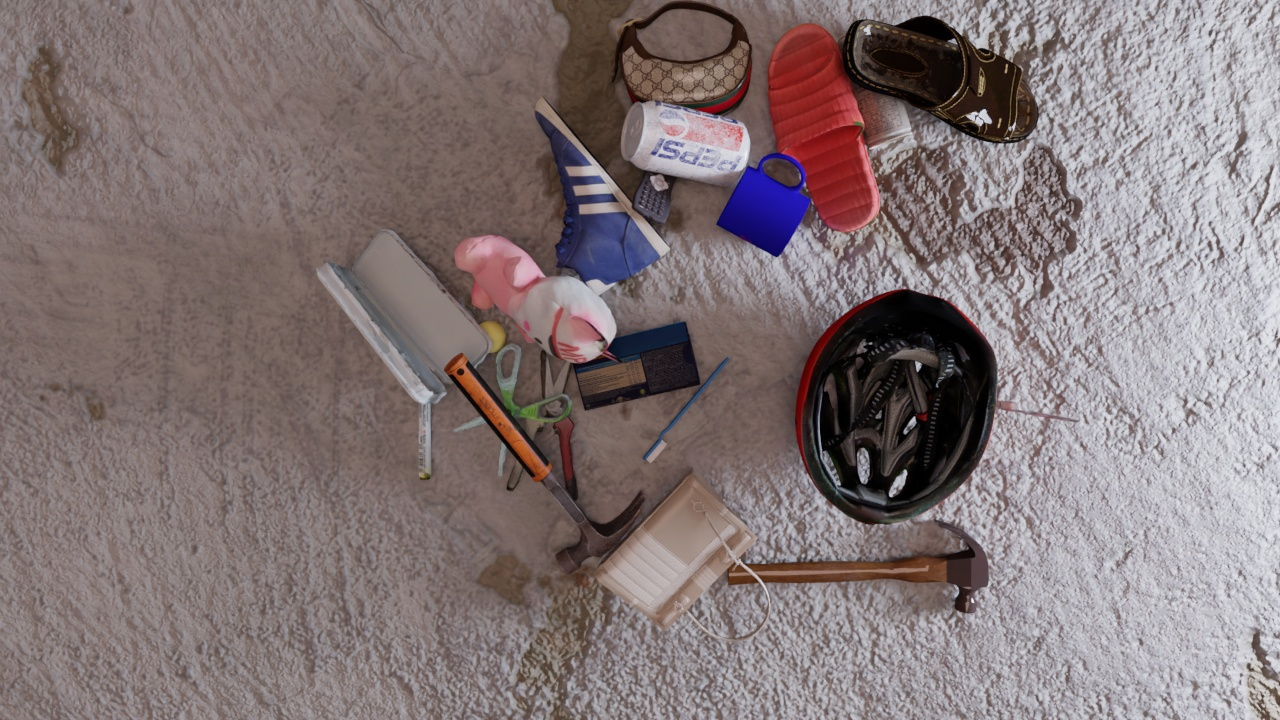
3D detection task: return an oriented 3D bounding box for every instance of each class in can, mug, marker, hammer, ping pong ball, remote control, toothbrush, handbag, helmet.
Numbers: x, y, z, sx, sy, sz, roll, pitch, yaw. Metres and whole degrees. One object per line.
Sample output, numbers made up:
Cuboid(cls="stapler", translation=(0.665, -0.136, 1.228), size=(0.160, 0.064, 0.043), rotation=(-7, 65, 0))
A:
Cuboid(cls="can", translation=(0.052, -0.252, 1.066), size=(0.136, 0.078, 0.078), rotation=(7, 97, -23))
Cuboid(cls="mug", translation=(0.152, -0.190, 1.084), size=(0.083, 0.079, 0.111), rotation=(28, 115, -1))
Cuboid(cls="marker", translation=(-0.275, 0.079, 1.167), size=(0.017, 0.017, 0.146), rotation=(2, 96, 2))
Cuboid(cls="hammer", translation=(-0.121, 0.113, 1.112), size=(0.138, 0.035, 0.314), rotation=(-34, 111, 3))
Cuboid(cls="hammer", translation=(0.272, 0.264, 1.157), size=(0.323, 0.033, 0.115), rotation=(-2, 98, 3))
Cuboid(cls="ping pong ball", translation=(-0.187, -0.029, 1.140), size=(0.040, 0.040, 0.040), rotation=(0, 96, 2))
Cuboid(cls="remote control", translation=(0.022, -0.217, 1.090), size=(0.046, 0.009, 0.124), rotation=(25, 57, -17))
Cuboid(cls="toothbrush", translation=(0.059, 0.063, 1.152), size=(0.014, 0.016, 0.167), rotation=(40, 96, -2))
Cuboid(cls="handbag", translation=(0.074, 0.267, 1.142), size=(0.198, 0.062, 0.176), rotation=(44, 96, 2))
Cuboid(cls="can", translation=(0.276, -0.323, 1.083), size=(0.054, 0.054, 0.135), rotation=(-19, 95, 4))
Cuboid(cls="handbag", translation=(0.049, -0.359, 1.094), size=(0.166, 0.063, 0.138), rotation=(-1, 79, 6))
Cuboid(cls="helmet", translation=(0.289, 0.053, 1.065), size=(0.217, 0.167, 0.272), rotation=(14, 96, 1))
Cuboid(cls="toothbrush", translation=(0.455, 0.058, 1.052), size=(0.010, 0.181, 0.010), rotation=(-14, 92, -2))

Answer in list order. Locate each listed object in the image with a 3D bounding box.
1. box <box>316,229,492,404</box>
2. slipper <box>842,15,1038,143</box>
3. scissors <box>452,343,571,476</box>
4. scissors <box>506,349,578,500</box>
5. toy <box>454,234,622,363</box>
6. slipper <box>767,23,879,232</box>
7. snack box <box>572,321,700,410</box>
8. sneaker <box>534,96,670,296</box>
Cuboid(cls="box", translation=(-0.274, -0.064, 1.111), size=(0.124, 0.106, 0.215), rotation=(-38, 88, -2))
Cuboid(cls="slipper", translation=(0.352, -0.322, 1.041), size=(0.267, 0.076, 0.113), rotation=(15, 85, -19))
Cuboid(cls="scissors", translation=(-0.164, 0.058, 1.145), size=(0.172, 0.023, 0.168), rotation=(-16, 97, 18))
Cuboid(cls="scissors", translation=(-0.116, 0.094, 1.152), size=(0.179, 0.015, 0.187), rotation=(-37, 95, 13))
Cuboid(cls="toy", translation=(-0.116, -0.067, 1.079), size=(0.213, 0.142, 0.084), rotation=(33, 70, 17))
Cuboid(cls="slipper", translation=(0.210, -0.267, 1.076), size=(0.104, 0.059, 0.249), rotation=(-14, 101, 26))
Cuboid(cls="snack box", translation=(-0.007, 0.007, 1.142), size=(0.150, 0.027, 0.082), rotation=(-12, 93, 4))
Cuboid(cls="sneaker", translation=(-0.084, -0.185, 1.100), size=(0.118, 0.091, 0.233), rotation=(-40, 101, 8))
